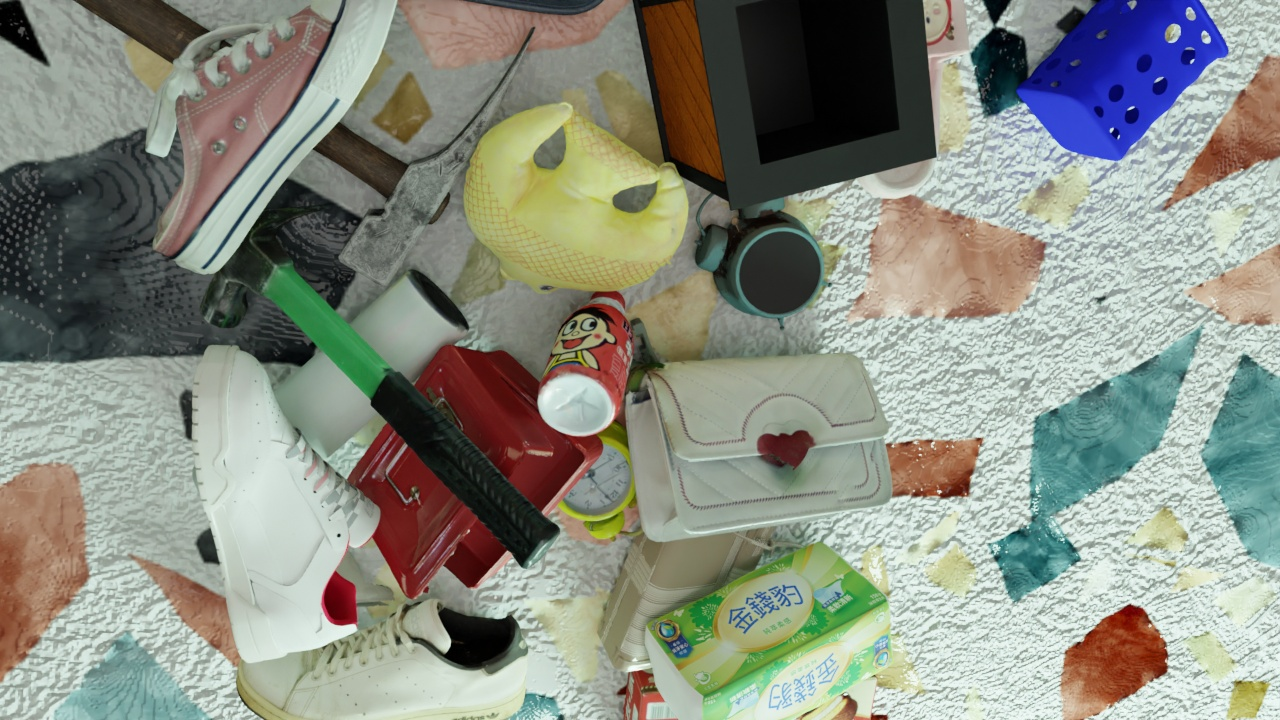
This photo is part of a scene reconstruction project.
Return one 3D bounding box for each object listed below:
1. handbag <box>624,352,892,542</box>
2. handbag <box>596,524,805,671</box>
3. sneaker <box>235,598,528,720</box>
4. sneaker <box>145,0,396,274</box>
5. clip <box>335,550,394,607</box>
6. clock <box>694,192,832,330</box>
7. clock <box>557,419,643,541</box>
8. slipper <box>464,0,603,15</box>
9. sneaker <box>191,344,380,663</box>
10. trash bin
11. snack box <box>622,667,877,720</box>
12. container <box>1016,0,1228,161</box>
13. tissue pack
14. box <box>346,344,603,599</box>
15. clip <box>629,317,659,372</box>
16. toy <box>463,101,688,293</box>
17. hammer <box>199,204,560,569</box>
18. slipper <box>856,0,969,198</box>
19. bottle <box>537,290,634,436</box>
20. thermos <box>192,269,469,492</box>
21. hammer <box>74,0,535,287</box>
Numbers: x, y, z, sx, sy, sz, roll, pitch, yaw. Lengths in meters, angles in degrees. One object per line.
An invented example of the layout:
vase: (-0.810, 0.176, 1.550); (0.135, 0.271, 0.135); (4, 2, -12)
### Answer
handbag: (0.096, 0.064, 0.741); (0.198, 0.096, 0.142); (-5, 78, -22)
handbag: (0.083, 0.203, 0.847); (0.197, 0.062, 0.176); (14, 106, -25)
sneaker: (-0.208, 0.249, 0.770); (0.241, 0.089, 0.102); (7, 116, -19)
sneaker: (-0.246, -0.164, 0.573); (0.087, 0.118, 0.241); (32, 106, -37)
clip: (-0.252, 0.187, 0.762); (0.044, 0.101, 0.054); (-47, 68, 3)
clock: (0.096, -0.087, 0.740); (0.090, 0.053, 0.124); (-43, 109, 4)
clock: (-0.032, 0.099, 0.774); (0.083, 0.057, 0.119); (-45, 106, 3)
slipper: (-0.139, -0.287, 0.605); (0.263, 0.082, 0.101); (9, 109, -16)
sneaker: (-0.239, 0.098, 0.642); (0.104, 0.090, 0.237); (-6, 110, -13)
trash bin: (0.091, -0.202, 0.634); (0.139, 0.171, 0.140); (-15, 111, -7)
snack box: (0.104, 0.344, 0.888); (0.236, 0.060, 0.113); (1, 107, -12)
container: (0.382, -0.231, 0.735); (0.085, 0.084, 0.114); (39, 98, -23)
tissue pack: (0.116, 0.272, 0.803); (0.197, 0.120, 0.141); (-18, 118, -13)
box: (-0.127, 0.082, 0.709); (0.157, 0.137, 0.127); (-50, 154, 17)
clip: (0.004, 0.004, 0.769); (0.061, 0.023, 0.076); (-38, 110, 4)
toy: (-0.052, -0.106, 0.684); (0.170, 0.064, 0.155); (25, 126, -20)
hammer: (-0.175, 0.016, 0.623); (0.319, 0.032, 0.130); (43, 117, 12)
slipper: (0.201, -0.234, 0.703); (0.106, 0.056, 0.222); (-12, 114, -21)
bottle: (-0.036, -0.007, 0.695); (0.062, 0.137, 0.062); (4, 127, 5)
thermos: (-0.236, 0.029, 0.702); (0.230, 0.068, 0.068); (-42, 112, 5)
hammer: (-0.245, -0.218, 0.630); (0.300, 0.037, 0.218); (32, 99, -20)
